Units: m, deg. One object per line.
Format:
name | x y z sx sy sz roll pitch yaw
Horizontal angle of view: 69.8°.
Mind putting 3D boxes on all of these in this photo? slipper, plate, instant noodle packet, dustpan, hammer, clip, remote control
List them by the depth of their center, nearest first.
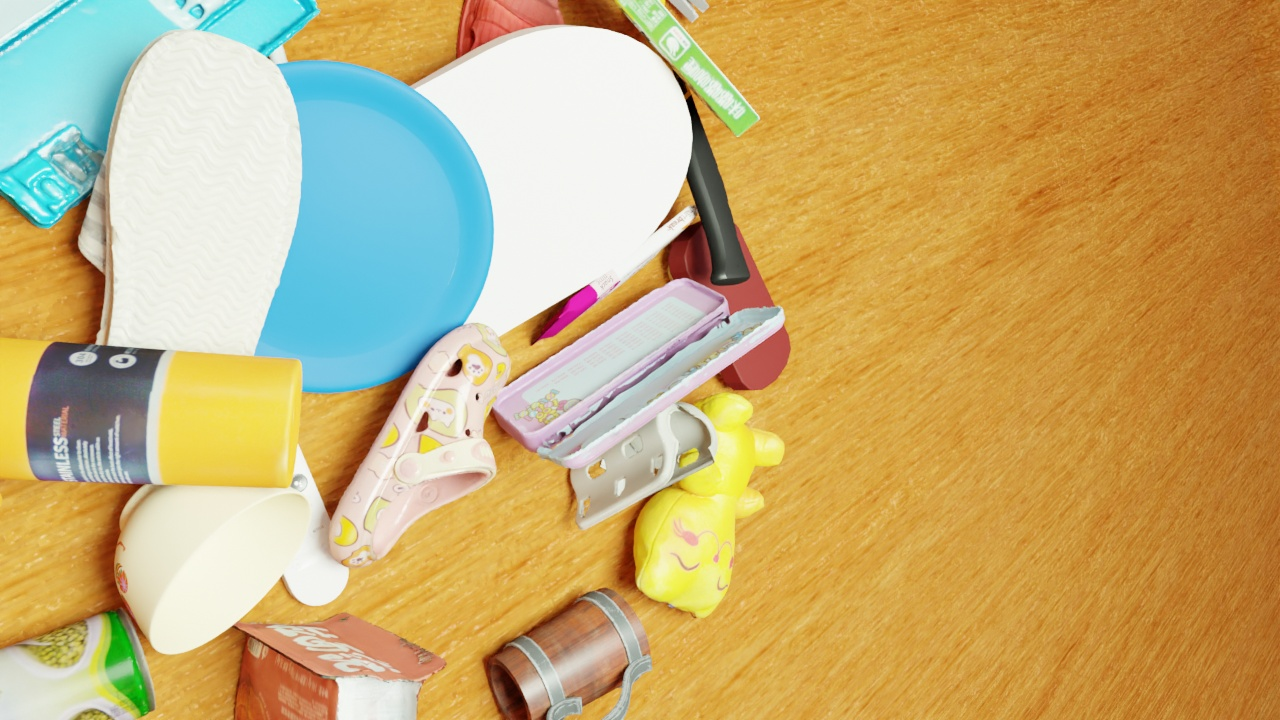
slipper | -0.277 -0.059 0.559 0.114 0.054 0.273 7 103 -31
instant noodle packet | -0.203 0.282 0.566 0.083 0.165 0.220 9 82 -41
plate | -0.212 -0.087 0.629 0.224 0.024 0.224 -8 110 -24
remote control | -0.242 0.107 0.636 0.043 0.013 0.136 -28 106 -36
slipper | -0.142 0.069 0.660 0.081 0.093 0.197 27 73 10
dustpan | -0.086 -0.148 0.710 0.257 0.053 0.191 -31 119 -9
slipper | -0.099 -0.203 0.733 0.103 0.059 0.248 11 83 -38
clip | 0.005 0.068 0.778 0.105 0.127 0.151 35 43 -26
hammer | 0.037 -0.220 0.810 0.126 0.029 0.323 -10 80 -38

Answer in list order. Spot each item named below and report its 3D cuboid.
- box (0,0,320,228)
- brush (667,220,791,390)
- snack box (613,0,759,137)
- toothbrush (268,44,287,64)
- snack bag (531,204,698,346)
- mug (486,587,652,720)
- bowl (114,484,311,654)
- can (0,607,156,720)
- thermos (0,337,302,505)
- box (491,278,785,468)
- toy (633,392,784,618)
box | -0.314 -0.207 0.535 0.226 0.086 0.168 -51 153 -24
brush | 0.082 -0.052 0.887 0.082 0.042 0.173 -42 114 -32
snack box | 0.026 -0.254 0.733 0.027 0.131 0.168 -41 105 14
toothbrush | -0.240 -0.164 0.642 0.012 0.017 0.187 -18 100 -28
snack bag | -0.015 -0.077 0.793 0.016 0.070 0.196 50 57 -3
mug | -0.048 0.249 0.729 0.110 0.117 0.081 -21 120 -34
bowl | -0.274 0.108 0.564 0.074 0.118 0.117 34 60 13
can | -0.346 0.192 0.513 0.120 0.067 0.067 -17 99 -39
thermos | -0.309 0.033 0.493 0.232 0.076 0.091 5 41 -17
box | -0.003 0.007 0.724 0.213 0.151 0.041 -34 117 -21
toy | 0.050 0.127 0.830 0.134 0.087 0.193 39 68 -51
